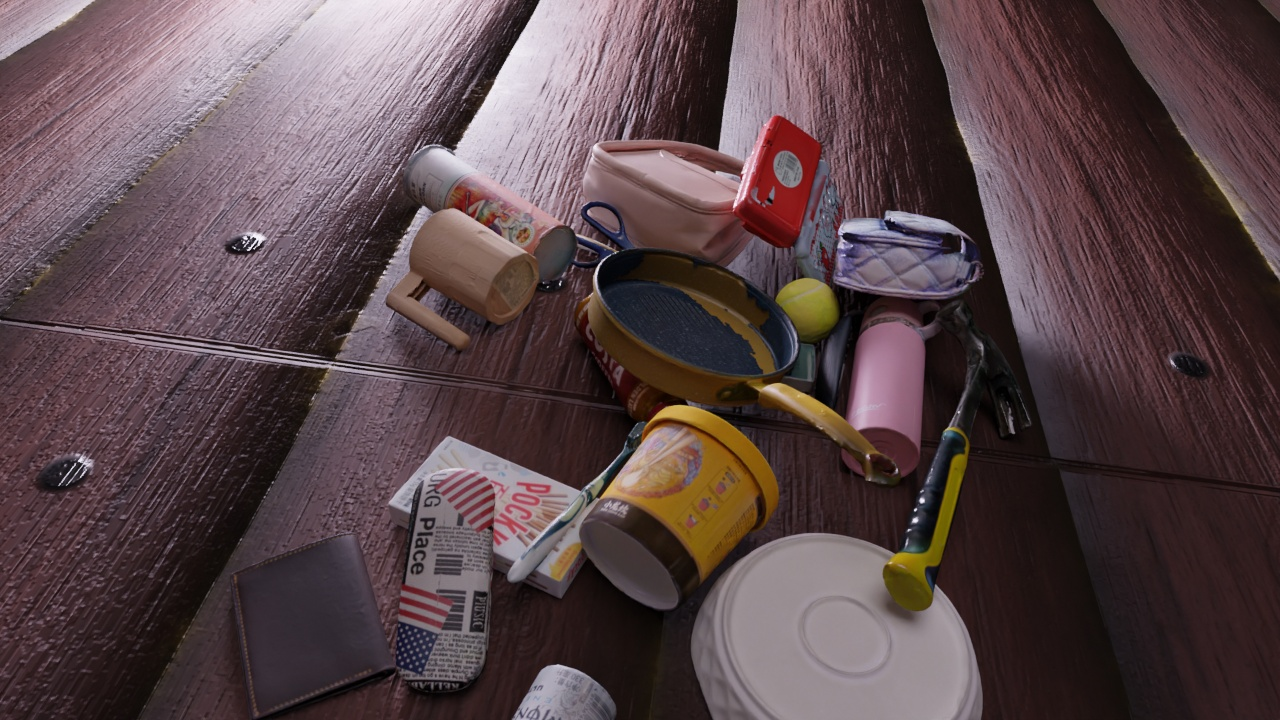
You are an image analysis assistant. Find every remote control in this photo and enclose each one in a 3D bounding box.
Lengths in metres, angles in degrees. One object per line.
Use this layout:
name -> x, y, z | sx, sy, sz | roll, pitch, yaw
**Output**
remote control -> 0.101, -0.002, 0.889 | 0.135, 0.019, 0.056 | 9, 42, 4
remote control -> 0.180, 0.006, 0.863 | 0.024, 0.053, 0.136 | 14, 42, 10

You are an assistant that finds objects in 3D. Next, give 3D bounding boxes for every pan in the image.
pan -> 0.088, 0.002, 0.774 | 0.197, 0.078, 0.357 | -3, 40, -33

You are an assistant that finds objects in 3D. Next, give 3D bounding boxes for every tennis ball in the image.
tennis ball -> 0.165, -0.049, 0.913 | 0.065, 0.066, 0.065 | 3, 42, -3

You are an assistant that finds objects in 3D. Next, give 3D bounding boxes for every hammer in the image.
hammer -> 0.255, 0.077, 0.742 | 0.126, 0.032, 0.322 | 51, 43, -10

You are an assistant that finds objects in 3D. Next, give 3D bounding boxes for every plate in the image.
plate -> 0.140, 0.203, 0.646 | 0.205, 0.046, 0.204 | 2, 42, -2

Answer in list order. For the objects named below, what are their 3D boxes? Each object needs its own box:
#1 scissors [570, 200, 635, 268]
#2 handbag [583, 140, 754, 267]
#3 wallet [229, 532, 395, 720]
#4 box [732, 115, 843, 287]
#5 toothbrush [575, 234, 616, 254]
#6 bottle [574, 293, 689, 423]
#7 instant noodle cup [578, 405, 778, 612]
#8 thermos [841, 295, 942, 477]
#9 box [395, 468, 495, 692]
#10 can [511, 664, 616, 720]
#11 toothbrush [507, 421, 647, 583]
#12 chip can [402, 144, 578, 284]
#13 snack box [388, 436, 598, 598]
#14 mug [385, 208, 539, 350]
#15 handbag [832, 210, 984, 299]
scissors -> -0.015, -0.102, 0.984 | 0.133, 0.012, 0.172 | -28, 72, 2
handbag -> 0.068, -0.199, 1.073 | 0.193, 0.094, 0.233 | 32, 40, 27
wallet -> -0.236, 0.185, 0.651 | 0.096, 0.020, 0.122 | -18, 47, -16
box -> 0.175, -0.171, 1.006 | 0.161, 0.058, 0.200 | 43, 40, -20
toothbrush -> -0.011, -0.113, 1.003 | 0.191, 0.018, 0.016 | 22, 43, 18
bottle -> -0.005, 0.005, 0.843 | 0.057, 0.058, 0.175 | -14, 45, -20
instant noodle cup -> 0.025, 0.115, 0.688 | 0.118, 0.119, 0.114 | 28, 55, 24
thermos -> 0.235, 0.015, 0.839 | 0.087, 0.067, 0.198 | -20, 30, 34
box -> -0.138, 0.155, 0.662 | 0.069, 0.052, 0.164 | -7, 57, 13
can -> -0.070, 0.260, 0.553 | 0.058, 0.058, 0.146 | 20, 44, 16
toothbrush -> -0.044, 0.105, 0.717 | 0.016, 0.018, 0.191 | 25, 44, 20
chip can -> -0.166, -0.162, 1.004 | 0.215, 0.071, 0.071 | 34, 49, 28
snack box -> -0.111, 0.121, 0.728 | 0.157, 0.027, 0.084 | 19, 44, 17
mug -> -0.177, -0.078, 0.913 | 0.103, 0.084, 0.124 | 30, 72, 24
handbag -> 0.266, -0.111, 0.929 | 0.134, 0.076, 0.193 | 9, 15, 11
